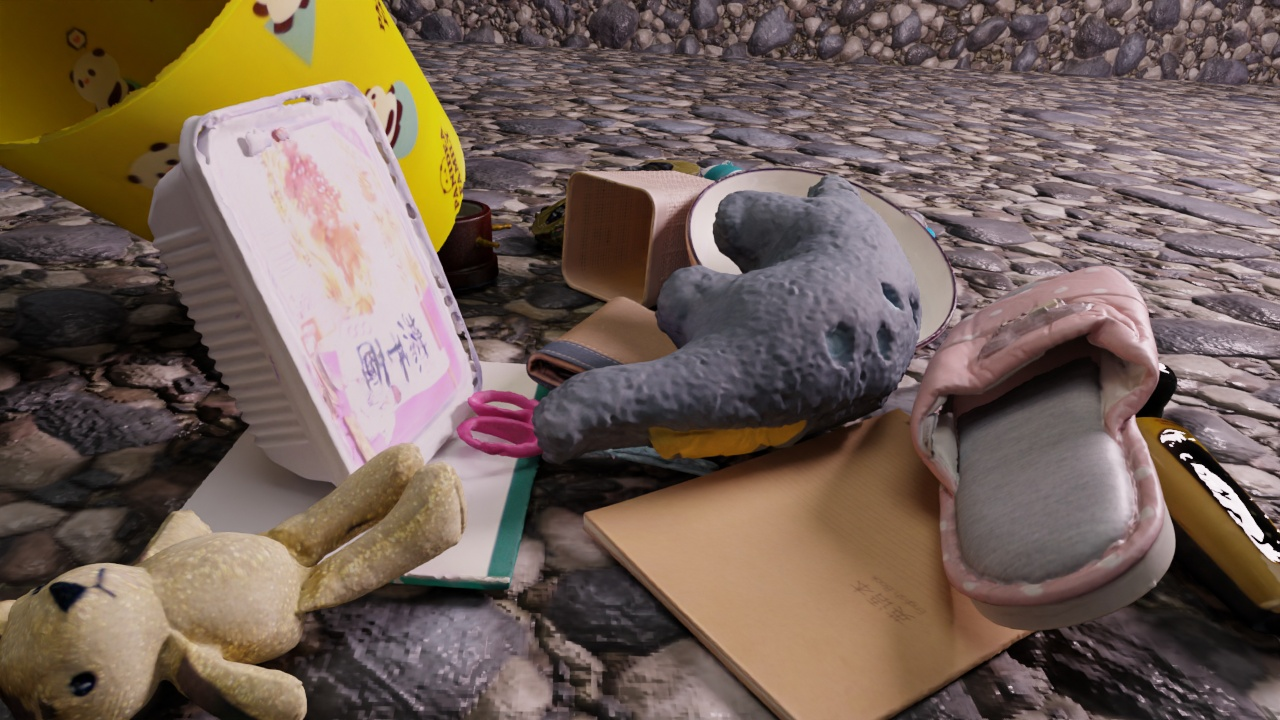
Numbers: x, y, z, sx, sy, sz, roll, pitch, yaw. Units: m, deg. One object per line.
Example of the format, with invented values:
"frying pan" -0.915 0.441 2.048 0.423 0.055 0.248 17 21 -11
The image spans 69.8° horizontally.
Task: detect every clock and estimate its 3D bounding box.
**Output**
"clock" -0.162 -0.089 0.695 0.122 0.055 0.082 2 24 1

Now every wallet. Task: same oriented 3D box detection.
"wallet" -0.003 0.003 0.526 0.090 0.033 0.115 25 28 10

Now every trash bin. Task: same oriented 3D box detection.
"trash bin" -0.235 -0.157 0.533 0.230 0.229 0.255 12 -16 17

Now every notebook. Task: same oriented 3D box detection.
"notebook" 0.103 0.080 0.408 0.211 0.012 0.149 -13 30 -33
"notebook" -0.124 0.043 0.456 0.150 0.012 0.208 3 24 0

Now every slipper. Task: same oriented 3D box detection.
"slipper" 0.181 0.015 0.428 0.114 0.054 0.273 -23 18 31

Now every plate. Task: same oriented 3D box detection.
"plate" 0.122 -0.063 0.642 0.192 0.039 0.192 7 47 -8

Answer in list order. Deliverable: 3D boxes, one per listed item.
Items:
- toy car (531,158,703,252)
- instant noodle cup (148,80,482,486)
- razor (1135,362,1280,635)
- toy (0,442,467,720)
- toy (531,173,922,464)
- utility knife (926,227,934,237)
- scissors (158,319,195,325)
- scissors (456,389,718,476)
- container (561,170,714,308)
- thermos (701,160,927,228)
"toy car" -0.020 -0.139 0.798 0.158 0.042 0.070 -27 32 -8
"instant noodle cup" -0.147 -0.030 0.421 0.060 0.173 0.137 -12 20 18
"razor" 0.251 0.057 0.422 0.062 0.068 0.167 14 28 -13
"toy" -0.134 0.075 0.318 0.156 0.066 0.105 -25 53 -34
"toy" 0.086 -0.029 0.509 0.138 0.092 0.355 25 39 17
"utility knife" 0.175 -0.127 0.876 0.203 0.018 0.034 7 25 11
"scissors" -0.205 -0.019 0.557 0.173 0.014 0.143 -1 8 -34
"scissors" -0.024 0.043 0.453 0.135 0.017 0.064 16 24 0
"container" 0.012 -0.097 0.702 0.090 0.090 0.110 24 27 38
"thermos" 0.132 -0.120 0.798 0.073 0.073 0.224 -17 31 -38
